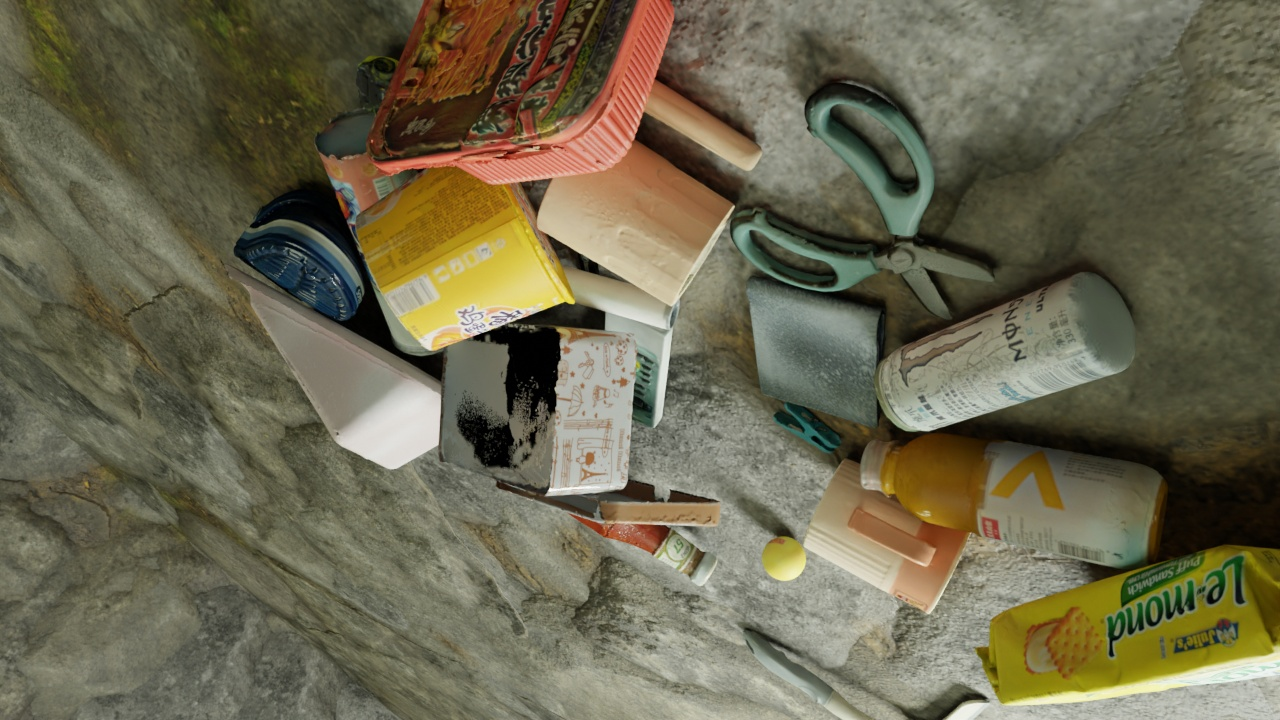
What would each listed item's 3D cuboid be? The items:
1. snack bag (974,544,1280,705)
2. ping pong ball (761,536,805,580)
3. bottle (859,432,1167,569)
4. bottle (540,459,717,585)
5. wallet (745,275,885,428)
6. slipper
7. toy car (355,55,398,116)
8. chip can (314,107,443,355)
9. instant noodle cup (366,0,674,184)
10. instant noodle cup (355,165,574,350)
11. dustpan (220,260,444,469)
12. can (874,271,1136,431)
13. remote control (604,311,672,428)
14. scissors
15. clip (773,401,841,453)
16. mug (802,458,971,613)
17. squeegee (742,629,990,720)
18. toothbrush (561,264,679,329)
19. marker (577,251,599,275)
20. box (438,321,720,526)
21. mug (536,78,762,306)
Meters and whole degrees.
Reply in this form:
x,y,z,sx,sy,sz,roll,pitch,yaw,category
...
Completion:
x,y,z,sx,sy,sz,roll,pitch,yaw,category
0.347,0.167,0.575,0.158,0.068,0.247,5,153,-24,snack bag
0.133,0.184,0.852,0.040,0.040,0.040,23,144,18,ping pong ball
0.244,0.088,0.619,0.190,0.067,0.068,9,138,34,bottle
-0.016,0.160,0.937,0.206,0.059,0.060,33,146,4,bottle
0.126,-0.005,0.657,0.097,0.019,0.121,18,143,28,wallet
-0.306,-0.104,0.851,0.105,0.095,0.253,37,166,-29,slipper
-0.153,-0.188,0.664,0.105,0.032,0.048,22,145,1,toy car
-0.205,-0.102,0.775,0.071,0.071,0.215,19,142,23,chip can
-0.058,-0.169,0.513,0.189,0.164,0.079,4,158,38,instant noodle cup
-0.124,-0.078,0.645,0.138,0.110,0.138,63,-178,-5,instant noodle cup
-0.259,0.002,0.936,0.273,0.138,0.223,56,174,11,dustpan
0.212,0.000,0.549,0.058,0.058,0.147,44,145,-12,can
-0.005,0.005,0.775,0.056,0.019,0.135,26,145,15,remote control
0.128,-0.094,0.547,0.170,0.019,0.181,18,141,27,scissors
0.132,0.053,0.721,0.056,0.013,0.039,33,146,3,clip
0.185,0.131,0.692,0.106,0.081,0.114,25,180,18,mug
0.217,0.368,1.002,0.247,0.039,0.247,25,144,16,squeegee
-0.077,-0.066,0.719,0.221,0.026,0.026,16,153,12,toothbrush
-0.044,-0.097,0.692,0.018,0.015,0.124,22,146,23,marker
-0.049,0.047,0.784,0.207,0.158,0.181,10,177,-38,box
0.007,-0.110,0.590,0.103,0.084,0.125,32,119,3,mug
